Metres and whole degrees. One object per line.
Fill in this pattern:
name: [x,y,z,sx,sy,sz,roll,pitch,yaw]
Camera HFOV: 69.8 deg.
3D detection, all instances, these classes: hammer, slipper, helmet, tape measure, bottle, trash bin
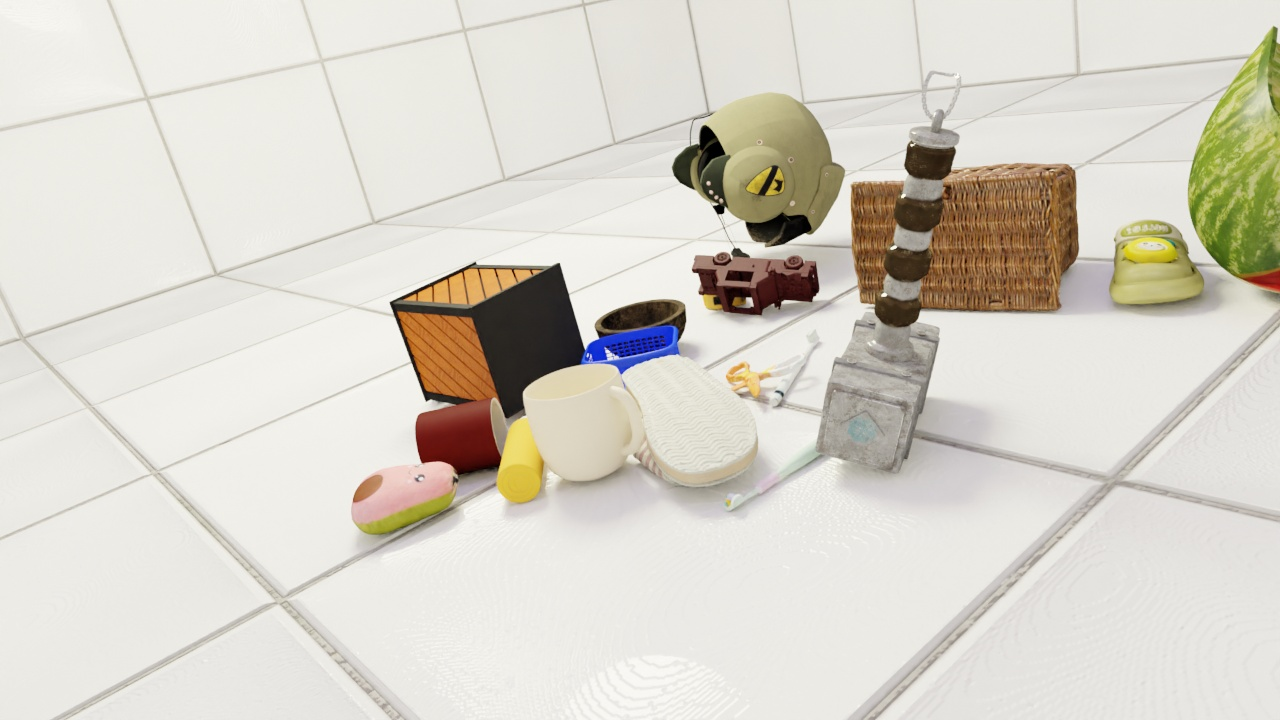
hammer: [0.228,-0.078,0.790,0.079,0.327,0.176,14,29,19]
slipper: [0.042,0.063,0.925,0.115,0.052,0.263,-18,24,-7]
slipper: [0.581,-0.121,1.037,0.092,0.082,0.190,0,21,26]
helmet: [0.190,-0.277,1.414,0.233,0.256,0.250,-19,22,-6]
tape measure: [0.119,-0.098,1.340,0.059,0.030,0.068,-11,19,-1]
bottle: [-0.120,0.095,0.952,0.043,0.043,0.143,-12,20,2]
trash bin: [-0.187,-0.032,1.142,0.172,0.140,0.139,7,30,44]
helmet: [0.674,-0.185,0.919,0.213,0.247,0.243,18,75,26]

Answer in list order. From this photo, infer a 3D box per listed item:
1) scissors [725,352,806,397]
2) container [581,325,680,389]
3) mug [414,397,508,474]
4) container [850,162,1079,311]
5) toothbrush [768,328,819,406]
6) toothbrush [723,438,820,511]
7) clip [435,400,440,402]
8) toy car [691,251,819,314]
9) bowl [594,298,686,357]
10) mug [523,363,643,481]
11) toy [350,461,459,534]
scissors: [0.130,0.018,1.024,0.131,0.011,0.125,-23,15,9]
container: [-0.006,0.006,1.096,0.114,0.058,0.096,-10,20,8]
mug: [-0.188,0.084,0.998,0.082,0.073,0.105,-12,-3,3]
container: [0.418,-0.165,1.151,0.250,0.162,0.182,6,23,40]
toothbrush: [0.176,0.005,1.044,0.012,0.017,0.186,-17,16,31]
toothbrush: [0.133,0.095,0.830,0.154,0.015,0.022,-27,-10,-32]
clip: [-0.274,0.018,1.212,0.023,0.076,0.044,-23,21,-25]
toy car: [0.154,-0.105,1.258,0.170,0.070,0.061,6,54,22]
bowl: [0.005,-0.033,1.198,0.121,0.056,0.121,-12,20,4]
mug: [-0.047,0.066,0.898,0.120,0.100,0.096,-1,21,35]
toy: [-0.232,0.132,0.911,0.110,0.051,0.090,-14,21,-3]
